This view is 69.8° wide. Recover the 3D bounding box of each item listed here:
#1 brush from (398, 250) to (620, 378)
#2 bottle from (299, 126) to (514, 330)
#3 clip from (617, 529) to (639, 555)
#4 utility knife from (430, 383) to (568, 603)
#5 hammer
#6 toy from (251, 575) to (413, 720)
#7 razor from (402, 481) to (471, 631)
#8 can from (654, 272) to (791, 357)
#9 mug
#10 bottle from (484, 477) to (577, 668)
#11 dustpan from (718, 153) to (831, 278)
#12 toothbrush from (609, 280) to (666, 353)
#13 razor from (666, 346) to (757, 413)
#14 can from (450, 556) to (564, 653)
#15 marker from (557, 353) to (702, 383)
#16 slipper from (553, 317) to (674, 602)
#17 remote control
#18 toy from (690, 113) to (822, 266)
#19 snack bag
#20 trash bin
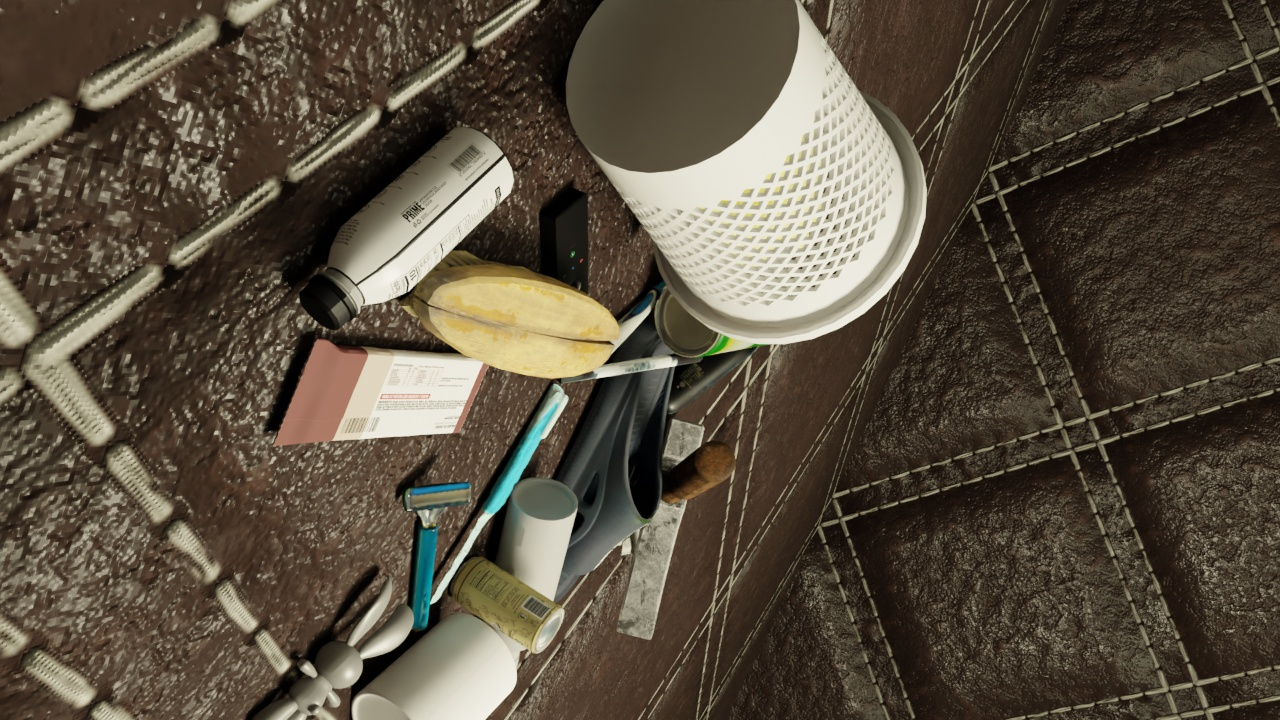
[{"bbox_3d":[-0.070,-0.025,0.540,0.059,0.043,0.195,-62,154,7],"label":"brush"},{"bbox_3d":[-0.108,-0.060,0.422,0.115,0.041,0.041,-52,157,-29],"label":"bottle"},{"bbox_3d":[-0.016,0.180,0.956,0.052,0.058,0.102,-40,162,7],"label":"clip"},{"bbox_3d":[-0.102,0.096,0.662,0.178,0.015,0.022,-59,159,-15],"label":"utility knife"},{"bbox_3d":[0.032,0.141,0.802,0.301,0.037,0.217,113,-9,-77],"label":"hammer"},{"bbox_3d":[-0.183,0.184,0.555,0.111,0.030,0.049,-45,139,-30],"label":"toy"},{"bbox_3d":[-0.142,0.130,0.606,0.042,0.022,0.144,-3,130,-24],"label":"razor"},{"bbox_3d":[0.073,-0.041,0.772,0.120,0.067,0.067,-10,125,-53],"label":"can"},{"bbox_3d":[-0.154,0.246,0.659,0.111,0.074,0.090,-46,174,38],"label":"mug"},{"bbox_3d":[-0.095,0.187,0.737,0.052,0.052,0.196,-32,144,-54],"label":"bottle"},{"bbox_3d":[0.114,-0.112,0.879,0.256,0.033,0.163,-21,138,-52],"label":"dustpan"},{"bbox_3d":[0.010,-0.056,0.754,0.188,0.016,0.017,-48,145,-37],"label":"toothbrush"},{"bbox_3d":[0.064,0.004,0.920,0.151,0.054,0.067,-43,178,-30],"label":"razor"},{"bbox_3d":[-0.099,0.180,0.679,0.038,0.079,0.038,-50,156,-32],"label":"can"},{"bbox_3d":[-0.004,0.004,0.725,0.151,0.011,0.011,-9,125,-41],"label":"marker"},{"bbox_3d":[-0.012,0.098,0.792,0.268,0.083,0.110,-68,161,8],"label":"slipper"},{"bbox_3d":[-0.050,-0.046,0.620,0.034,0.013,0.150,-48,155,-36],"label":"remote control"},{"bbox_3d":[0.101,-0.151,0.761,0.155,0.065,0.170,40,71,-39],"label":"toy"},{"bbox_3d":[-0.132,0.017,0.498,0.057,0.013,0.157,-64,160,9],"label":"snack bag"},{"bbox_3d":[0.060,-0.132,0.566,0.195,0.196,0.199,-62,150,-3],"label":"trash bin"}]
